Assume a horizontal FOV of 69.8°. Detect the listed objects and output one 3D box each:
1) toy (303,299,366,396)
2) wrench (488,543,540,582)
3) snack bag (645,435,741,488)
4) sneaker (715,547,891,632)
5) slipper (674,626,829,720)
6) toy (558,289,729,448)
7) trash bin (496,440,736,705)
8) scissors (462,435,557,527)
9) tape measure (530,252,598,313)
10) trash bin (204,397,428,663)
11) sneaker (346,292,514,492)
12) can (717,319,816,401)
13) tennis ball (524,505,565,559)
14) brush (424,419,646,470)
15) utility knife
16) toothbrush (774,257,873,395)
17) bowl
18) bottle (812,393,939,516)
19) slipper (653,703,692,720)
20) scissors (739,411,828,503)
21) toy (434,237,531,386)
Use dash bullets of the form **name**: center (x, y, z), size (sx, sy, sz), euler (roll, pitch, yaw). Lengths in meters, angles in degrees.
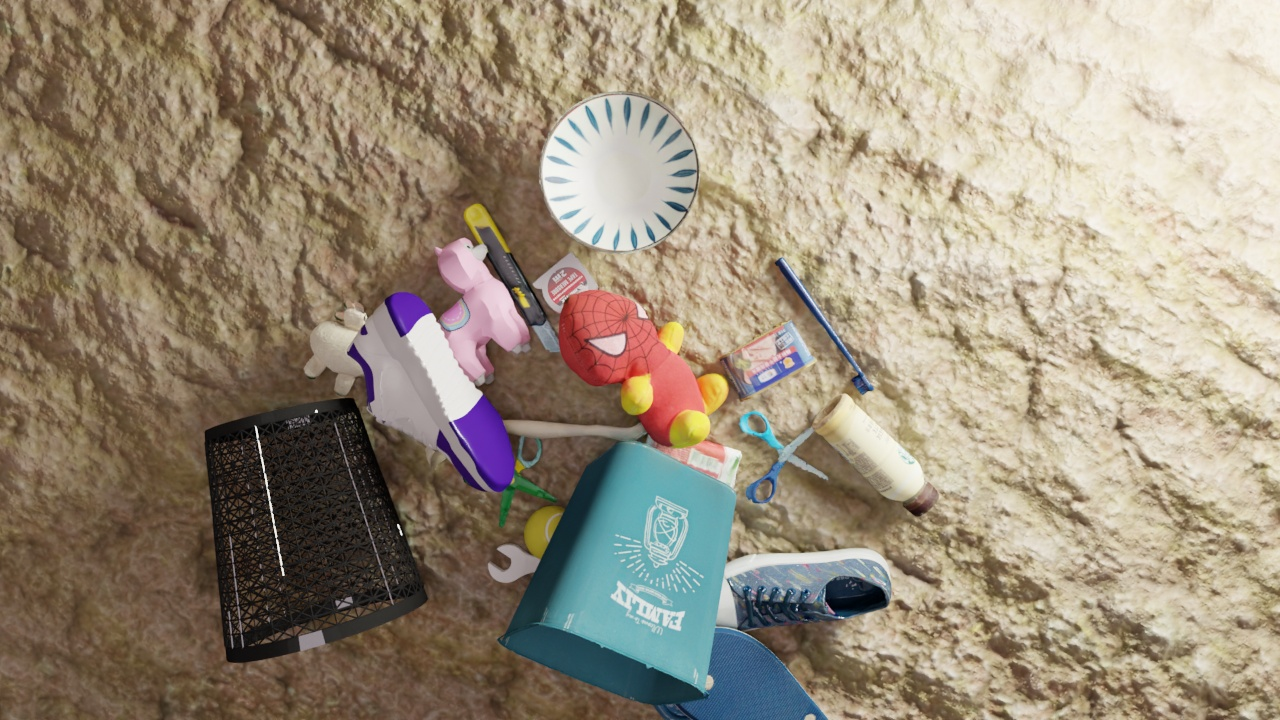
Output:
- **toy**: center (-0.347, -0.016, 1.082), size (0.087, 0.050, 0.112), euler (23, 92, 0)
- **wrench**: center (-0.048, 0.250, 1.111), size (0.273, 0.009, 0.047), euler (2, 95, 2)
- **snack bag**: center (0.055, 0.128, 1.083), size (0.116, 0.036, 0.077), euler (17, 96, 1)
- **sneaker**: center (0.178, 0.271, 1.066), size (0.235, 0.079, 0.087), euler (-11, 100, 3)
- **slipper**: center (0.139, 0.412, 1.088), size (0.295, 0.060, 0.118), euler (44, 78, -15)
- **toy**: center (-0.006, 0.006, 1.036), size (0.216, 0.147, 0.099), euler (40, 120, -3)
- **trash bin**: center (-0.012, 0.225, 0.982), size (0.196, 0.200, 0.218), euler (27, 60, -13)
- **scissors**: center (-0.156, 0.139, 1.106), size (0.125, 0.011, 0.131), euler (24, 95, 1)
- **tape measure**: center (-0.086, -0.087, 1.080), size (0.060, 0.020, 0.062), euler (-39, 93, 5)
- **trash bin**: center (-0.375, 0.180, 1.029), size (0.217, 0.217, 0.243), euler (-14, 87, 3)
- **sneaker**: center (-0.241, 0.054, 1.012), size (0.111, 0.091, 0.244), euler (-31, 89, 22)
- **can**: center (0.145, -0.001, 1.061), size (0.100, 0.054, 0.059), euler (-28, 91, 4)
- **tennis ball**: center (-0.104, 0.204, 1.082), size (0.065, 0.065, 0.065), euler (0, 94, 2)
- **brush**: center (-0.128, 0.084, 1.073), size (0.272, 0.062, 0.077), euler (-3, 88, 3)
- **utility knife**: center (-0.148, -0.094, 1.084), size (0.029, 0.020, 0.203), euler (-31, 94, 6)
- **toothbrush**: center (0.214, -0.039, 1.074), size (0.017, 0.016, 0.190), euler (-34, 92, 11)
- **bowl**: center (-0.022, -0.209, 1.042), size (0.177, 0.071, 0.177), euler (0, 95, 3)
- **bottle**: center (0.275, 0.112, 1.063), size (0.162, 0.056, 0.056), euler (43, 95, -2)
- **slipper**: center (0.023, 0.342, 1.091), size (0.104, 0.059, 0.214), euler (-30, 96, 4)
- **scissors**: center (0.165, 0.116, 1.091), size (0.127, 0.014, 0.133), euler (27, 91, -4)
- **toy**: center (-0.199, -0.057, 1.066), size (0.123, 0.067, 0.157), euler (-38, 88, 7)
